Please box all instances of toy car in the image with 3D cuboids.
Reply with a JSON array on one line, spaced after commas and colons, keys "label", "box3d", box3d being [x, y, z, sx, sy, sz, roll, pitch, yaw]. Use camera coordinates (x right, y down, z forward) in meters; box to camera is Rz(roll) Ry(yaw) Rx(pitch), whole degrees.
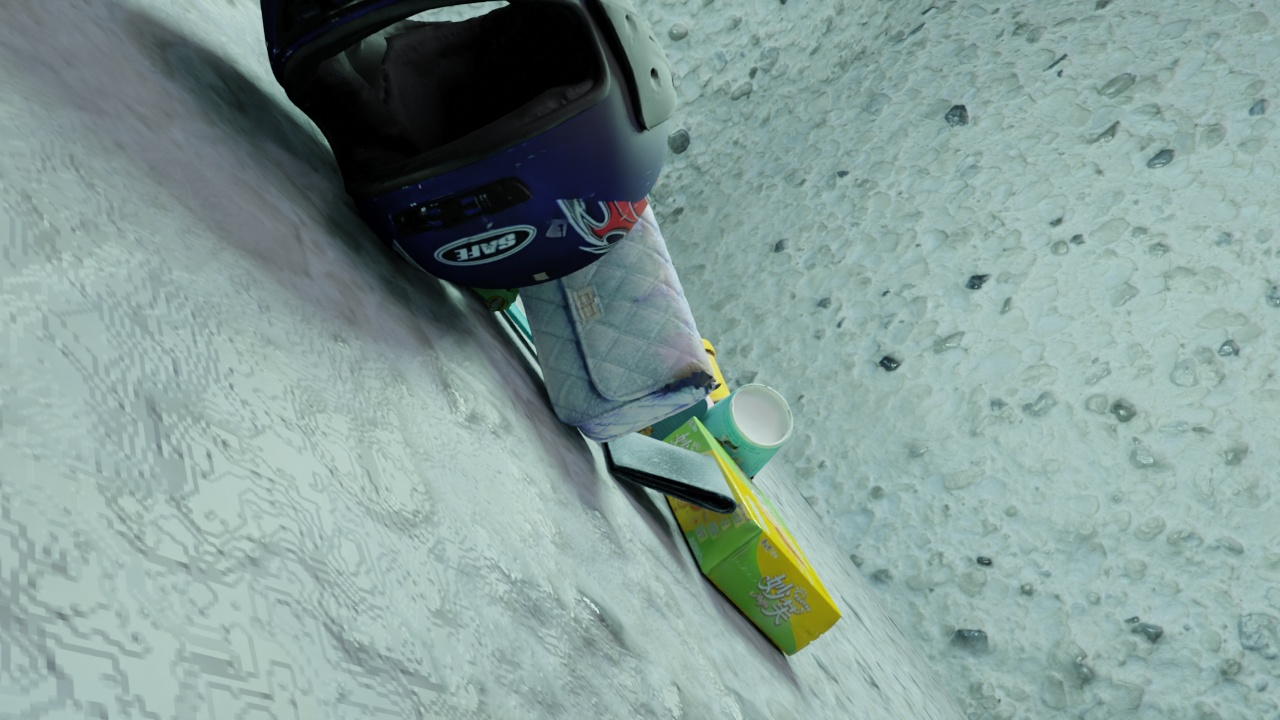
[{"label": "toy car", "box3d": [-0.138, -0.076, 0.793, 0.043, 0.036, 0.091, 57, 11, 30]}]

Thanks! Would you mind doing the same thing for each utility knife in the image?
[{"label": "utility knife", "box3d": [-0.088, -0.013, 0.846, 0.216, 0.013, 0.029, 50, 12, 10]}]

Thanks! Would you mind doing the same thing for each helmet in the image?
[{"label": "helmet", "box3d": [-0.107, -0.171, 0.646, 0.314, 0.248, 0.240, -21, 94, -72]}]

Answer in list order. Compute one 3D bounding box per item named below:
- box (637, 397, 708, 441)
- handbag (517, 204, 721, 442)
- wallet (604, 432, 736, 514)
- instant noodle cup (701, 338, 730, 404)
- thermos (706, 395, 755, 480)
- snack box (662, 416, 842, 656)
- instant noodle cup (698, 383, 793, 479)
[{"label": "box", "box3d": [-0.006, 0.006, 1.044, 0.184, 0.090, 0.060, 48, 8, -10]}, {"label": "handbag", "box3d": [-0.026, -0.037, 0.777, 0.193, 0.134, 0.075, 70, 11, 23]}, {"label": "wallet", "box3d": [0.023, 0.096, 0.833, 0.121, 0.019, 0.097, 20, 14, -14]}, {"label": "instant noodle cup", "box3d": [0.069, 0.049, 1.260, 0.114, 0.118, 0.118, 62, 9, 21]}, {"label": "thermos", "box3d": [0.059, 0.082, 1.156, 0.198, 0.087, 0.067, 60, 9, 15]}, {"label": "snack box", "box3d": [0.100, 0.172, 0.928, 0.157, 0.070, 0.210, 48, 7, -29]}, {"label": "instant noodle cup", "box3d": [0.113, 0.084, 1.055, 0.111, 0.111, 0.121, 53, -32, 10]}]
